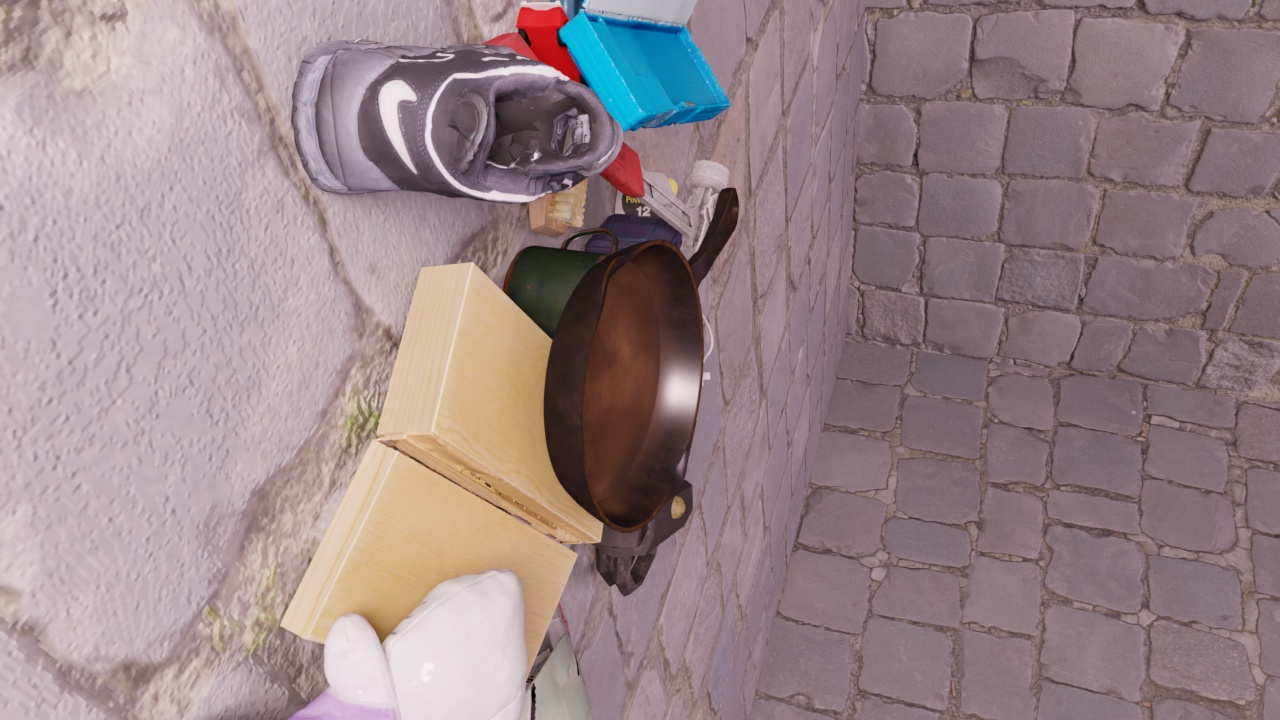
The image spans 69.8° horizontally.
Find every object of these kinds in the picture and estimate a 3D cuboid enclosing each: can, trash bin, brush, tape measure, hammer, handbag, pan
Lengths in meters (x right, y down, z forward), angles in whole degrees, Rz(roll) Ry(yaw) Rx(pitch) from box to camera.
[{"bbox_3d":[-0.103,0.278,0.861,0.043,0.044,0.107,-63,155,-44],"label":"can"},{"bbox_3d":[0.000,-0.061,0.930,0.092,0.094,0.161,-59,150,-49],"label":"trash bin"},{"bbox_3d":[-0.065,-0.162,0.761,0.049,0.039,0.117,5,90,-71],"label":"brush"},{"bbox_3d":[0.006,-0.160,0.944,0.016,0.064,0.065,-14,108,-71],"label":"tape measure"},{"bbox_3d":[-0.023,-0.164,0.754,0.315,0.036,0.126,29,74,-52],"label":"hammer"},{"bbox_3d":[-0.001,0.161,1.019,0.197,0.102,0.199,-8,106,-71],"label":"handbag"},{"bbox_3d":[0.013,-0.028,0.762,0.249,0.043,0.354,72,34,-44],"label":"pan"},{"bbox_3d":[-0.085,0.255,0.901,0.062,0.020,0.060,-112,-173,-56],"label":"tape measure"}]

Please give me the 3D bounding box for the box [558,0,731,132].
[{"bbox_3d":[0.010,-0.276,0.761,0.243,0.075,0.167,-38,130,-64],"label":"box"}]

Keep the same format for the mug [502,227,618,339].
[{"bbox_3d":[-0.058,-0.063,0.760,0.085,0.081,0.110,59,44,-63],"label":"mug"}]

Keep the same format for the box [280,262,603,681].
[{"bbox_3d":[-0.111,0.099,0.667,0.247,0.076,0.256,47,60,-54],"label":"box"}]

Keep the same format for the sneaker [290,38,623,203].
[{"bbox_3d":[-0.064,-0.138,0.552,0.251,0.151,0.097,-19,120,-59],"label":"sneaker"}]

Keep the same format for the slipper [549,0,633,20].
[{"bbox_3d":[-0.020,-0.337,0.783,0.104,0.059,0.213,75,31,-48],"label":"slipper"}]

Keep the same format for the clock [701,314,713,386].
[{"bbox_3d":[-0.005,0.005,0.863,0.159,0.120,0.061,-37,-179,-4],"label":"clock"}]

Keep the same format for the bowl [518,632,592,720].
[{"bbox_3d":[-0.072,0.326,0.782,0.174,0.068,0.173,90,25,-63],"label":"bowl"}]

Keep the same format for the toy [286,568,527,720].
[{"bbox_3d":[-0.147,0.210,0.539,0.208,0.086,0.138,-26,126,-40],"label":"toy"}]

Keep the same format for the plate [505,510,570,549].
[{"bbox_3d":[-0.094,0.136,0.857,0.172,0.019,0.173,10,89,-72],"label":"plate"}]

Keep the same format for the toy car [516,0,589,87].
[{"bbox_3d":[-0.065,-0.243,0.720,0.089,0.038,0.025,49,50,-67],"label":"toy car"}]
